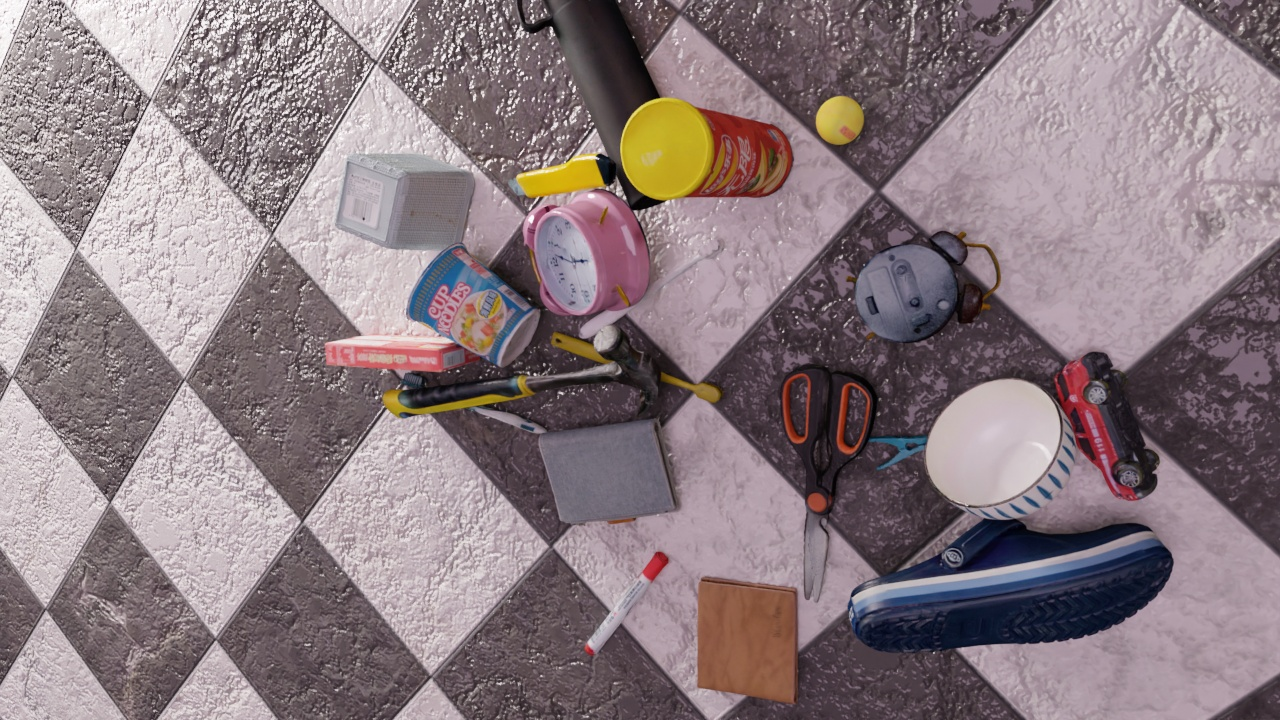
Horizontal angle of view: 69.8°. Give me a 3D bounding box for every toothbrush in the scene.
[{"bbox_3d":[0.006,-0.068,0.896,0.180,0.016,0.016,-32,80,25],"label":"toothbrush"},{"bbox_3d":[-0.183,0.046,1.000,0.192,0.016,0.018,17,94,21],"label":"toothbrush"},{"bbox_3d":[-0.005,0.005,0.914,0.190,0.016,0.016,19,106,22],"label":"toothbrush"}]

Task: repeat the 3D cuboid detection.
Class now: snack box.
[{"bbox_3d":[-0.256,-0.009,0.991,0.153,0.075,0.025,3,100,24],"label":"snack box"}]

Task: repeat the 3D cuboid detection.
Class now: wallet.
[{"bbox_3d":[0.105,0.275,0.905,0.101,0.020,0.115,1,96,23],"label":"wallet"},{"bbox_3d":[-0.030,0.115,0.929,0.130,0.036,0.106,-9,103,23],"label":"wallet"}]

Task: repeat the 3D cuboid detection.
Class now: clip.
[{"bbox_3d":[0.233,0.078,0.819,0.055,0.013,0.034,-21,90,25],"label":"clip"}]

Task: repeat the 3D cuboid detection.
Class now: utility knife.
[{"bbox_3d":[-0.079,-0.177,0.886,0.177,0.015,0.033,4,119,50],"label":"utility knife"}]

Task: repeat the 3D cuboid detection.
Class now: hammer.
[{"bbox_3d":[-0.125,0.030,0.925,0.324,0.126,0.031,-9,56,30],"label":"hammer"}]

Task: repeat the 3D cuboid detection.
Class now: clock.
[{"bbox_3d":[-0.060,-0.098,0.881,0.159,0.059,0.117,3,112,54],"label":"clock"},{"bbox_3d":[0.239,-0.061,0.771,0.122,0.055,0.082,-19,89,25],"label":"clock"}]

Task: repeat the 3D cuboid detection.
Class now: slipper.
[{"bbox_3d":[0.298,0.181,0.766,0.253,0.105,0.095,-15,50,12],"label":"slipper"}]

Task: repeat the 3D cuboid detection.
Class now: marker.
[{"bbox_3d":[-0.016,0.255,0.956,0.017,0.017,0.145,40,112,14],"label":"marker"}]

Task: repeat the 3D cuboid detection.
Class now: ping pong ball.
[{"bbox_3d":[0.171,-0.206,0.787,0.040,0.040,0.040,4,100,24],"label":"ping pong ball"}]

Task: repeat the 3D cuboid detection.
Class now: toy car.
[{"bbox_3d":[0.371,0.053,0.732,0.045,0.052,0.120,-29,79,47],"label":"toy car"}]

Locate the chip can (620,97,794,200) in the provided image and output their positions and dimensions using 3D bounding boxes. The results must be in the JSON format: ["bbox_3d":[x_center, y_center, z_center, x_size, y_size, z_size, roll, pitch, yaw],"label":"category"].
[{"bbox_3d":[0.062,-0.166,0.746,0.073,0.216,0.073,4,100,25],"label":"chip can"}]

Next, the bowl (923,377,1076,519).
[{"bbox_3d":[0.300,0.080,0.748,0.117,0.116,0.066,-39,125,24],"label":"bowl"}]

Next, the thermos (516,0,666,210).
[{"bbox_3d":[-0.037,-0.258,0.853,0.090,0.068,0.242,-25,86,-3],"label":"thermos"}]

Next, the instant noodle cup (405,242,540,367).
[{"bbox_3d":[-0.165,-0.051,0.939,0.110,0.099,0.099,33,110,8],"label":"instant noodle cup"}]

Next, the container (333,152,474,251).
[{"bbox_3d":[-0.244,-0.164,0.942,0.090,0.111,0.090,22,106,20],"label":"container"}]

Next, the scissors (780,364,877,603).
[{"bbox_3d":[0.156,0.114,0.859,0.139,0.021,0.235,32,114,25],"label":"scissors"}]
